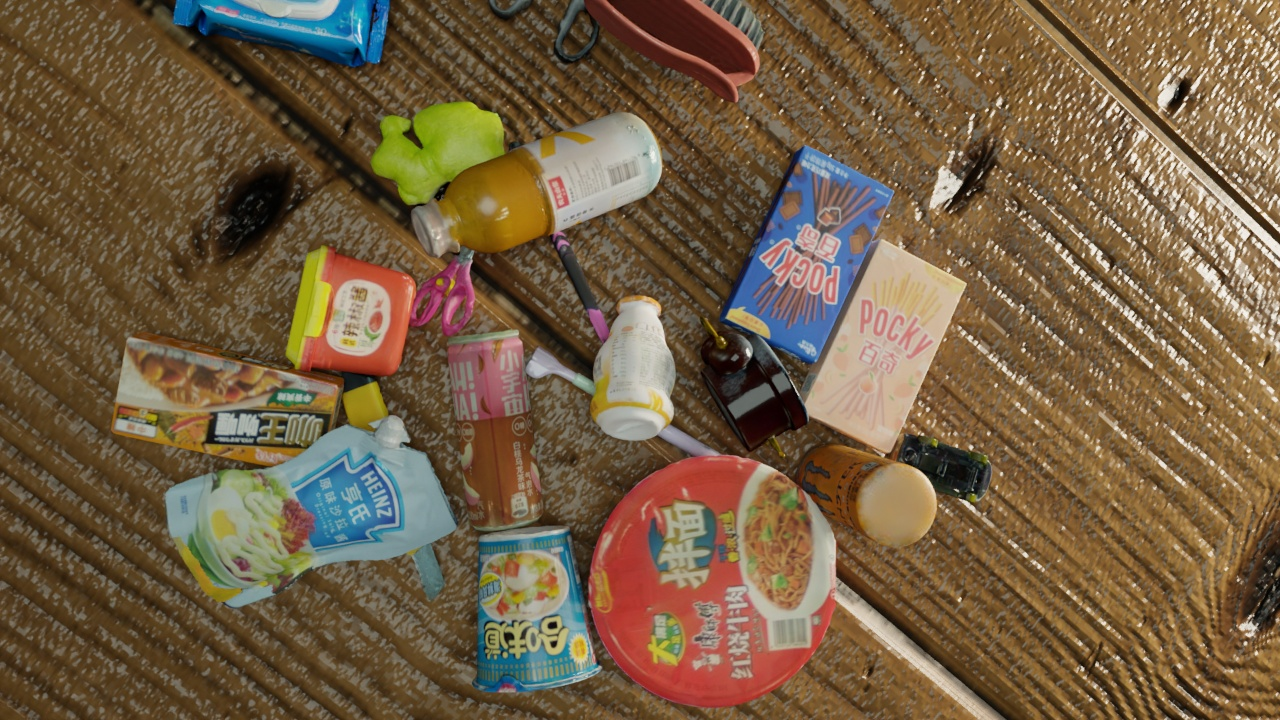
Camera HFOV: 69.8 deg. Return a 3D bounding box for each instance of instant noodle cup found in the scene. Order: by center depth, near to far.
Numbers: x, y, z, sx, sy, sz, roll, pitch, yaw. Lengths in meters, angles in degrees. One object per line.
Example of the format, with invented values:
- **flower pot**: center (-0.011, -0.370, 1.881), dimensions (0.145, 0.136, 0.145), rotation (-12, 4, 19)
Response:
- **instant noodle cup**: center (-0.082, 0.183, 0.693), dimensions (0.099, 0.099, 0.110), rotation (-5, 84, -8)
- **instant noodle cup**: center (0.054, 0.167, 0.721), dimensions (0.194, 0.066, 0.194), rotation (0, 91, -6)

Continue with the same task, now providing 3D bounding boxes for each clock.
- **clock**: center (0.082, 0.016, 0.714), dimensions (0.055, 0.082, 0.122), rotation (-31, 97, 0)

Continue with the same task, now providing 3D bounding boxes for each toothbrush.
- **toothbrush**: center (-0.059, -0.087, 0.726), dimensions (0.014, 0.018, 0.189), rotation (-27, 96, -13)
- **toothbrush**: center (-0.005, 0.044, 0.734), dimensions (0.189, 0.021, 0.029), rotation (30, 55, -8)

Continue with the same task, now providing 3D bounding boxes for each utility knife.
- **utility knife**: center (-0.190, 0.096, 0.712), dimensions (0.033, 0.015, 0.193), rotation (-18, 94, 13)

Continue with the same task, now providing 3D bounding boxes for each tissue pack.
- **tissue pack**: center (-0.263, -0.279, 0.677), dimensions (0.157, 0.052, 0.095), rotation (10, 89, -8)

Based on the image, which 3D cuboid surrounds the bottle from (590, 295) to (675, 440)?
- **bottle**: center (-0.004, 0.004, 0.702), dimensions (0.063, 0.063, 0.108), rotation (8, 62, -8)

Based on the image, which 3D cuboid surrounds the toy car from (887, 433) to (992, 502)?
- **toy car**: center (0.248, 0.088, 0.760), dimensions (0.090, 0.035, 0.042), rotation (18, 90, -13)

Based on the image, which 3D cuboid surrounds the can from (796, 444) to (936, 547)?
- **can**: center (0.166, 0.098, 0.693), dimensions (0.058, 0.146, 0.058), rotation (0, 91, -8)

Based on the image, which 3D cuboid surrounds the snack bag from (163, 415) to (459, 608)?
- **snack bag**: center (-0.242, 0.112, 0.679), dimensions (0.191, 0.039, 0.110), rotation (-19, 101, 1)

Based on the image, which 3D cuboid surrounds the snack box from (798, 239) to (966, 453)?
- **snack box**: center (0.196, -0.012, 0.756), dimensions (0.084, 0.026, 0.157), rotation (25, 88, -7)

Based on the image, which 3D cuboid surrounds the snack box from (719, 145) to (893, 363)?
- **snack box**: center (0.135, -0.085, 0.746), dimensions (0.084, 0.026, 0.157), rotation (25, 88, -8)

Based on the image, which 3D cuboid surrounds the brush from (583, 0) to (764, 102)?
- **brush**: center (0.029, -0.259, 0.707), dimensions (0.145, 0.063, 0.069), rotation (30, 74, -16)

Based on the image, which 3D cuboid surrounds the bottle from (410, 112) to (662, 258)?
- **bottle**: center (-0.075, -0.126, 0.677), dimensions (0.189, 0.068, 0.068), rotation (-26, 94, -22)

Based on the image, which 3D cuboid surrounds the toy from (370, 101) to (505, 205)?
- **toy**: center (-0.152, -0.163, 0.705), dimensions (0.096, 0.031, 0.100), rotation (45, 86, -4)

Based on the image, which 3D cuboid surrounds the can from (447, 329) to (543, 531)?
- **can**: center (-0.111, 0.052, 0.700), dimensions (0.058, 0.058, 0.147), rotation (-7, 92, -8)

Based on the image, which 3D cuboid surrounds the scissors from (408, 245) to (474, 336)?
- **scissors**: center (-0.128, -0.079, 0.698), dimensions (0.017, 0.077, 0.137), rotation (37, 82, -49)

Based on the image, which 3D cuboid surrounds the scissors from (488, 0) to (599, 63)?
- **scissors**: center (-0.048, -0.317, 0.725), dimensions (0.170, 0.014, 0.159), rotation (-12, 92, -8)

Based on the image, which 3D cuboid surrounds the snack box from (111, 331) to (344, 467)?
- **snack box**: center (-0.306, 0.033, 0.684), dimensions (0.153, 0.026, 0.075), rotation (14, 100, -7)

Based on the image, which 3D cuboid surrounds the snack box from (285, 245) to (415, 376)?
- **snack box**: center (-0.213, -0.033, 0.679), dimensions (0.080, 0.082, 0.091), rotation (12, 90, -21)
